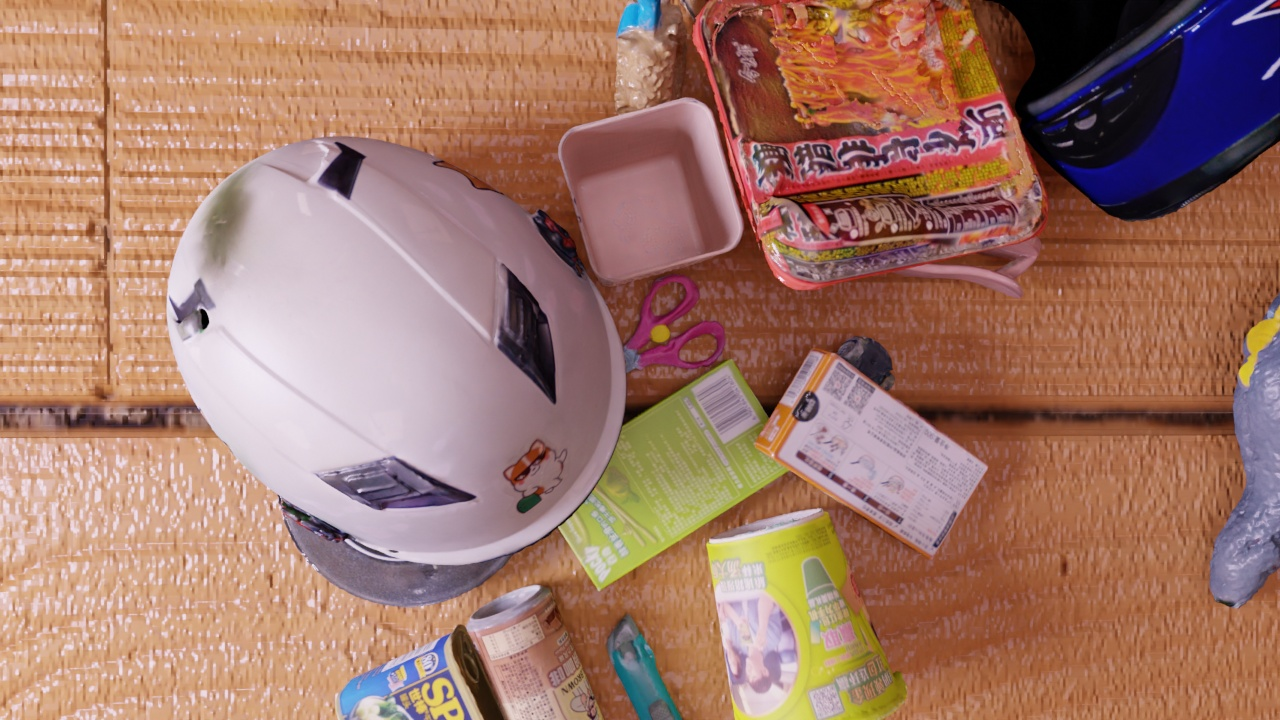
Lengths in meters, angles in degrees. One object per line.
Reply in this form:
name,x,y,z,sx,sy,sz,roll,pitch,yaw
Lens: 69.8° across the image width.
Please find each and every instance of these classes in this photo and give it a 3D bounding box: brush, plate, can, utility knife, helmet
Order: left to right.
helmet,-0.148,-0.019,0.504,0.274,0.157,0.230,40,86,21
plate,-0.153,0.070,0.589,0.179,0.024,0.179,0,86,5
can,-0.134,0.236,0.588,0.083,0.057,0.102,-25,91,0
can,-0.065,0.208,0.590,0.058,0.058,0.116,-22,91,-3
brush,-0.008,-0.209,0.504,0.046,0.254,0.083,10,78,14
utility knife,0.023,0.256,0.617,0.029,0.013,0.182,-27,91,-1
brush,0.191,-0.088,0.601,0.145,0.063,0.073,17,85,-5
helmet,0.293,-0.260,0.502,0.240,0.248,0.315,45,75,-1

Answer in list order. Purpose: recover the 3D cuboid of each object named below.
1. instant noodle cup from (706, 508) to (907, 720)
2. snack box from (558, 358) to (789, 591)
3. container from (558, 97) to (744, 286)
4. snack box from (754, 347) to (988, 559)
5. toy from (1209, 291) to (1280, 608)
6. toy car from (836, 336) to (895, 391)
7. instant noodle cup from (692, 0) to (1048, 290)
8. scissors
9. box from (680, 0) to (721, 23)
instant noodle cup,0.096,0.161,0.579,0.111,0.112,0.123,-14,83,-3
snack box,0.016,0.075,0.609,0.156,0.026,0.086,-33,90,-2
container,0.004,-0.095,0.566,0.090,0.111,0.090,-16,91,-3
snack box,0.152,0.062,0.592,0.153,0.026,0.075,33,88,-23
toy,0.470,0.002,0.608,0.138,0.091,0.356,32,90,-30
toy car,0.130,0.024,0.609,0.043,0.034,0.090,39,87,-19
instant noodle cup,0.122,-0.130,0.525,0.164,0.079,0.188,-11,75,-9
scissors,-0.003,0.007,0.617,0.137,0.017,0.073,-42,101,2
box,0.041,-0.300,0.593,0.090,0.061,0.184,-34,93,-3
